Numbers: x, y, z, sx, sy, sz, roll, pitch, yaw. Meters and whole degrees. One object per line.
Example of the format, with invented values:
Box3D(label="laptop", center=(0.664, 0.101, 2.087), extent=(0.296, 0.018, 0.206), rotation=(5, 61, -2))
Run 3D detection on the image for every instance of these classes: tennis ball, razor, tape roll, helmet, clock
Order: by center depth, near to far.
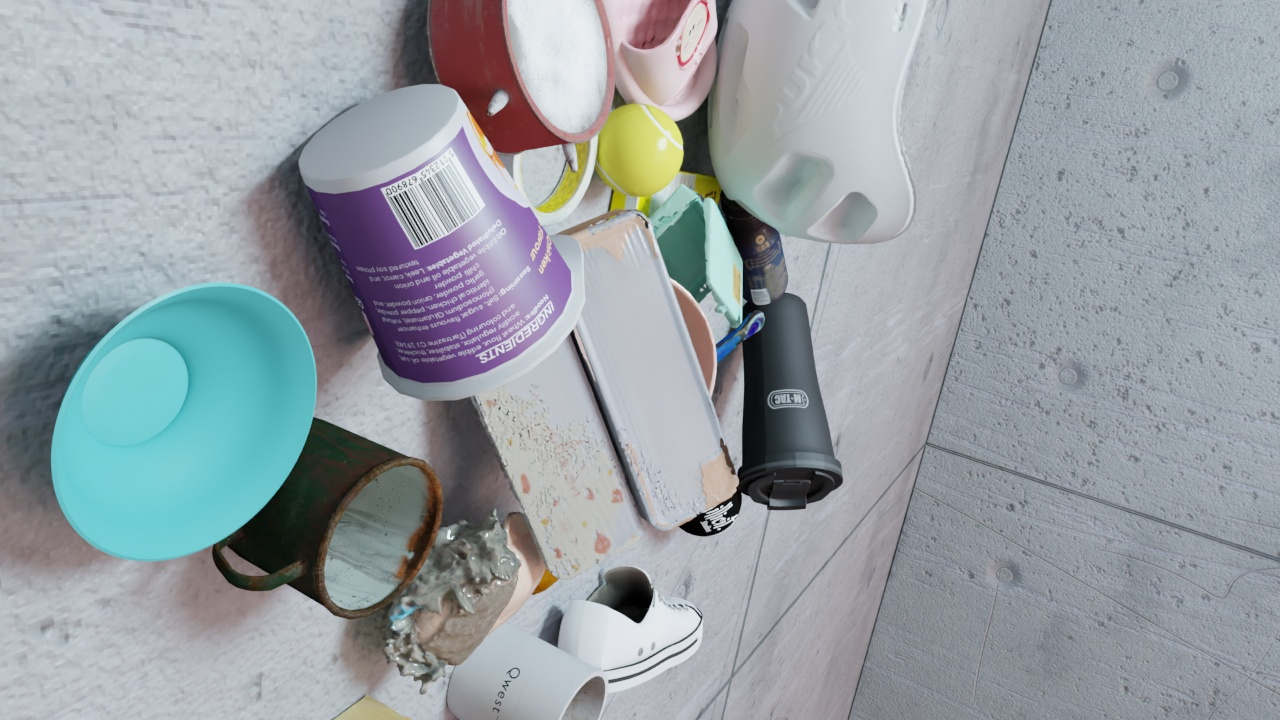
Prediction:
Box3D(label="clock", center=(-0.066, -0.191, 0.507), extent=(0.109, 0.062, 0.156), rotation=(20, 71, -59))
Box3D(label="tape roll", center=(-0.061, -0.136, 0.601), extent=(0.093, 0.019, 0.094), rotation=(-42, 141, -46))
Box3D(label="tennis ball", center=(-0.002, -0.150, 0.655), extent=(0.065, 0.065, 0.065), rotation=(-42, 142, -45))
Box3D(label="helmet", center=(0.154, -0.240, 0.744), extent=(0.224, 0.183, 0.283), rotation=(-111, -144, -68))
Box3D(label="razor", center=(0.064, -0.009, 0.779), extent=(0.140, 0.018, 0.044), rotation=(-34, 134, -36))

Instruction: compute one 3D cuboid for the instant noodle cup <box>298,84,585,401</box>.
Box3D(label="instant noodle cup", center=(-0.101, -0.070, 0.470), extent=(0.136, 0.122, 0.122), rotation=(-46, 136, -26))

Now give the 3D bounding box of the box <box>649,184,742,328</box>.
Box3D(label="box", center=(0.062, -0.074, 0.765), extent=(0.077, 0.080, 0.188), rotation=(-48, 163, 1))

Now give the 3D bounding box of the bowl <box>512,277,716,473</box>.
Box3D(label="bowl", center=(-0.029, 0.003, 0.659), extent=(0.152, 0.076, 0.153), rotation=(-4, 101, -20))

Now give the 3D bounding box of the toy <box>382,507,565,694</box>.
Box3D(label="toy", center=(-0.108, 0.148, 0.634), extent=(0.133, 0.076, 0.175), rotation=(-53, 158, 20))

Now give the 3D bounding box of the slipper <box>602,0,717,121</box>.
Box3D(label="slipper", center=(0.010, -0.243, 0.628), extent=(0.106, 0.056, 0.221), rotation=(-65, 154, -10))

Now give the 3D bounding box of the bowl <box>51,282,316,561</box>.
Box3D(label="bowl", center=(-0.203, 0.020, 0.393), extent=(0.120, 0.046, 0.121), rotation=(-42, 142, -45))

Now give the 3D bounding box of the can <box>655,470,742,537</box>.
Box3D(label="can", center=(0.055, 0.124, 0.935), extent=(0.080, 0.080, 0.146), rotation=(-62, 153, -19))

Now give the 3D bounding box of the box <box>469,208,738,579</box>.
Box3D(label="box", center=(-0.032, 0.024, 0.601), extent=(0.150, 0.043, 0.216), rotation=(-23, 108, -12))

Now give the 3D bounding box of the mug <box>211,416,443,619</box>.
Box3D(label="mug", center=(-0.168, 0.081, 0.463), extent=(0.110, 0.081, 0.085), rotation=(-26, 130, -56))

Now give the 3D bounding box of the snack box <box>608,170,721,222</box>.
Box3D(label="snack box", center=(0.023, -0.129, 0.764), extent=(0.148, 0.026, 0.061), rotation=(-12, 118, -61))

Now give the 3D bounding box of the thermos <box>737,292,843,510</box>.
Box3D(label="thermos", center=(0.150, 0.039, 0.970), extent=(0.106, 0.106, 0.218), rotation=(54, 30, -60))

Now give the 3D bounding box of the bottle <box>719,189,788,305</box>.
Box3D(label="bottle", center=(0.112, -0.117, 0.913), extent=(0.056, 0.056, 0.161), rotation=(-61, 153, -21))

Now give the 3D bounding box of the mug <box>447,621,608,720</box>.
Box3D(label="mug", center=(-0.095, 0.282, 0.726), extent=(0.083, 0.096, 0.119), rotation=(24, 85, -64))

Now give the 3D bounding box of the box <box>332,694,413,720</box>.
Box3D(label="box", center=(-0.104, 0.315, 0.556), extent=(0.141, 0.249, 0.185), rotation=(-57, 151, -29))

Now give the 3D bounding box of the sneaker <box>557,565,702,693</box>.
Box3D(label="sneaker", center=(-0.008, 0.247, 0.903), extent=(0.245, 0.091, 0.097), rotation=(10, 83, -63))
